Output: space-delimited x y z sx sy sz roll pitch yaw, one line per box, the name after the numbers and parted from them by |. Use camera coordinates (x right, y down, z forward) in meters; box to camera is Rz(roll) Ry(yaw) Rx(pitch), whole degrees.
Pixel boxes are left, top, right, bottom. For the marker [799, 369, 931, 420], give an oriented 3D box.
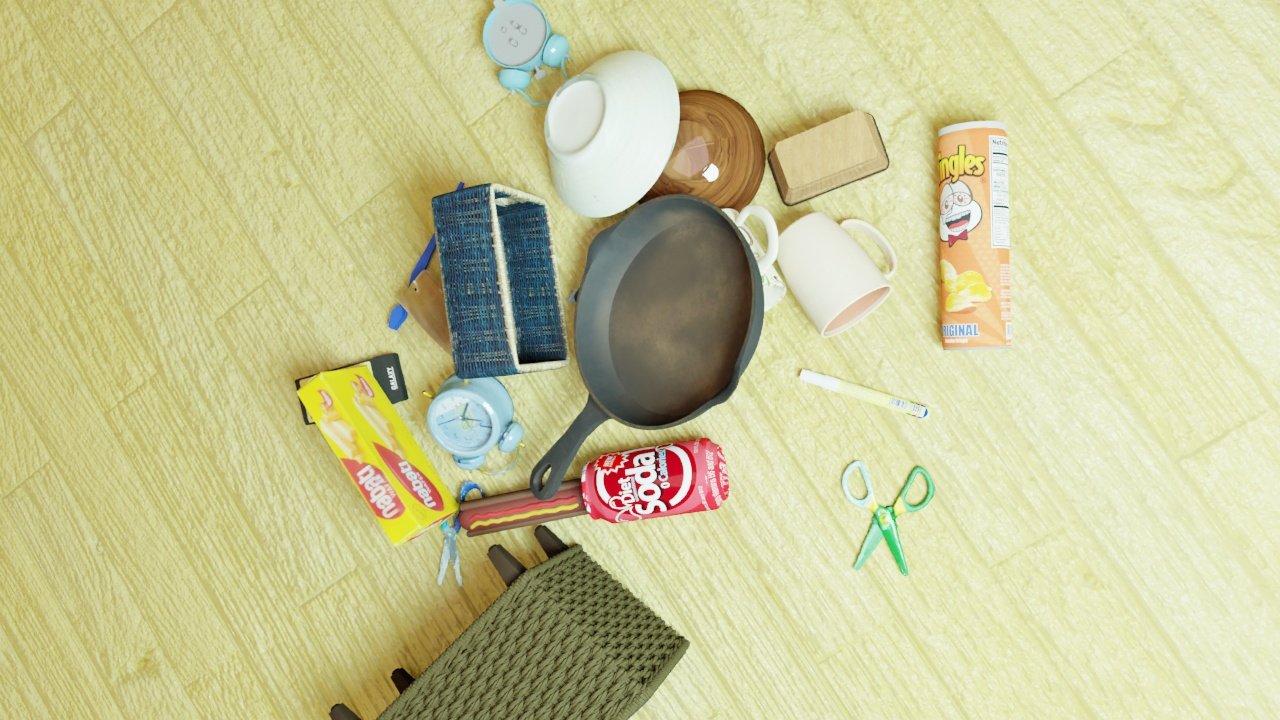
0.226 0.034 0.929 0.132 0.014 0.014 18 96 13 | marker

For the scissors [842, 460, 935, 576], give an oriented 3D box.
0.241 0.157 0.931 0.119 0.012 0.129 30 97 12 | scissors

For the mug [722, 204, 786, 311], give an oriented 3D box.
0.098 -0.106 0.907 0.081 0.122 0.097 -12 70 -28 | mug

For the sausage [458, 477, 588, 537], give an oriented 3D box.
-0.125 0.160 1.002 0.156 0.040 0.040 -13 89 9 | sausage

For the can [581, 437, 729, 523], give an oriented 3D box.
0.016 0.126 0.953 0.143 0.074 0.074 -10 89 14 | can

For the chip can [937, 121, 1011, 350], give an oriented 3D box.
0.319 -0.116 0.876 0.062 0.062 0.210 -1 92 14 | chip can

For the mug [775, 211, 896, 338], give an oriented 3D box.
0.196 -0.095 0.905 0.111 0.085 0.104 -28 72 -15 | mug

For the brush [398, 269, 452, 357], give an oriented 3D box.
-0.211 -0.044 1.022 0.117 0.039 0.049 44 103 9 | brush

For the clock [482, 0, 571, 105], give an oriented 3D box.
-0.122 -0.332 0.988 0.087 0.042 0.123 -29 83 13 | clock

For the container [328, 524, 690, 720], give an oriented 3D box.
-0.144 0.342 0.954 0.321 0.176 0.205 -46 78 11 | container

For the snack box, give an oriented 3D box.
-0.285 0.101 1.002 0.042 0.092 0.200 -36 84 14 | snack box

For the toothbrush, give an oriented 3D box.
-0.243 -0.118 1.041 0.016 0.011 0.187 29 98 11 | toothbrush

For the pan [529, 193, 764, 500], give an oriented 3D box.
-0.006 0.005 0.914 0.357 0.043 0.248 -55 51 20 | pan

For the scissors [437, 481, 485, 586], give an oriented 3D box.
-0.205 0.197 1.042 0.086 0.015 0.135 -10 89 12 | scissors

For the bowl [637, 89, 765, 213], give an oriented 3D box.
0.051 -0.209 0.936 0.147 0.068 0.147 0 92 14 | bowl

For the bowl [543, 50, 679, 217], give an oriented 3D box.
-0.047 -0.238 0.928 0.177 0.057 0.176 -8 77 38 | bowl

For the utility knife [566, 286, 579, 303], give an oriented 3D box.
0.003 -0.065 0.980 0.171 0.020 0.029 4 91 15 | utility knife

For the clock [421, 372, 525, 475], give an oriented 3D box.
-0.180 0.071 1.005 0.089 0.051 0.124 -25 106 17 | clock

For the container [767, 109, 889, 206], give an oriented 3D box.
0.184 -0.203 0.907 0.114 0.061 0.063 -20 87 14 | container

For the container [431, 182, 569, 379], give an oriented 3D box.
-0.142 -0.078 0.949 0.071 0.145 0.187 -8 90 17 | container

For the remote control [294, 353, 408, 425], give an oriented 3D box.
-0.337 0.034 1.069 0.133 0.013 0.058 -15 88 14 | remote control
